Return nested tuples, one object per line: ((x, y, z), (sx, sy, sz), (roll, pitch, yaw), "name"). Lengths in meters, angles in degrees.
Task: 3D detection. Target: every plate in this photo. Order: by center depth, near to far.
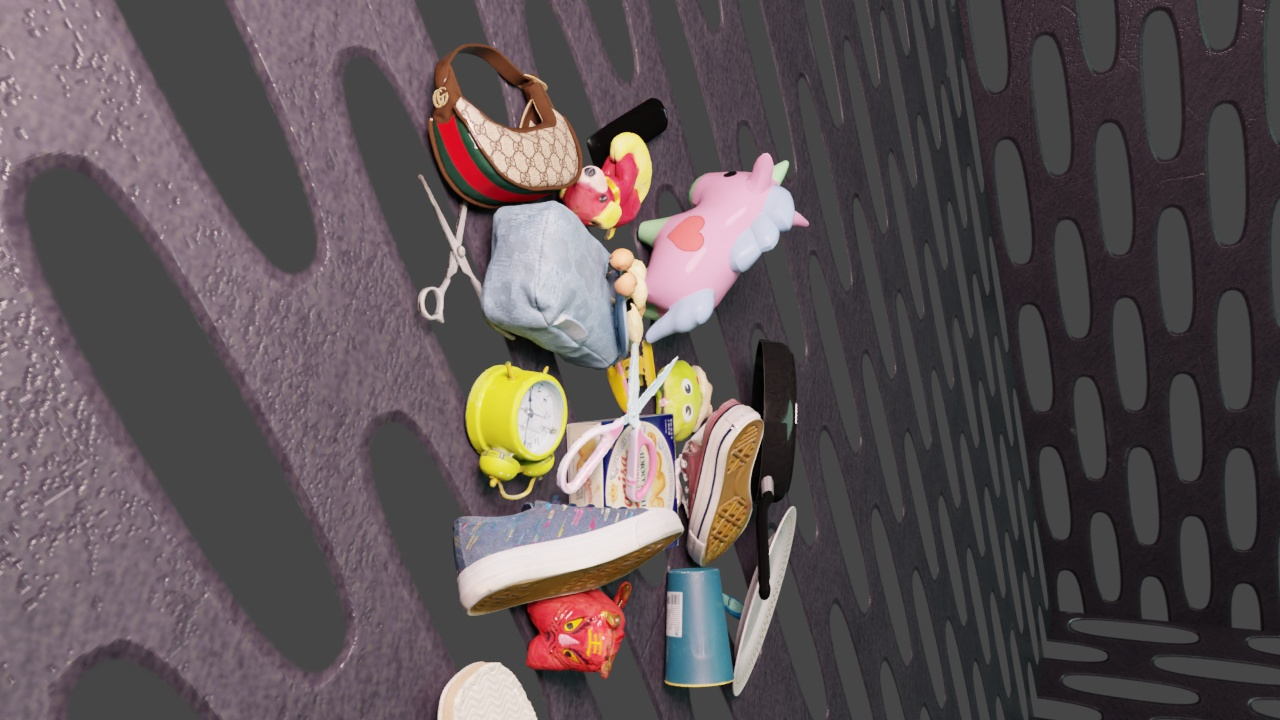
((0.151, 0.297, 1.149), (0.242, 0.016, 0.242), (17, 89, -72), "plate")

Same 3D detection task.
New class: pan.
((0.156, 0.126, 1.079), (0.354, 0.044, 0.204), (-85, 176, -48), "pan")

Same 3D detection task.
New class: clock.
((-0.107, 0.060, 0.790), (0.083, 0.057, 0.119), (2, 92, -58), "clock")

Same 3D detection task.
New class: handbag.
((-0.115, -0.206, 0.796), (0.166, 0.063, 0.138), (-20, 95, -57), "handbag")
((-0.054, -0.065, 0.821), (0.192, 0.119, 0.121), (39, 54, -63), "handbag")

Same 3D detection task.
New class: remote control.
((-0.012, -0.245, 0.993), (0.151, 0.020, 0.041), (-46, 126, -45), "remote control")

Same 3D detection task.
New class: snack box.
((-0.015, 0.130, 0.938), (0.144, 0.043, 0.144), (-2, 90, -58), "snack box")

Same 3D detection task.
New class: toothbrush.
((-0.030, -0.007, 0.948), (0.016, 0.021, 0.135), (-26, 106, -51), "toothbrush")
((0.107, 0.300, 1.146), (0.135, 0.017, 0.022), (48, 49, -48), "toothbrush")

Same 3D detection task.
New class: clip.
((-0.003, 0.006, 0.980), (0.048, 0.045, 0.054), (-50, 135, -79), "clip")

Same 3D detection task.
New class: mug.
((0.062, 0.295, 1.023), (0.078, 0.078, 0.121), (11, 73, -57), "mug")

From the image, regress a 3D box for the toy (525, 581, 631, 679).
((-0.035, 0.248, 0.853), (0.132, 0.094, 0.088), (-11, 97, -59), "toy")

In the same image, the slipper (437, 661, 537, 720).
((-0.114, 0.379, 0.755), (0.114, 0.054, 0.273), (-30, 108, -58), "slipper")

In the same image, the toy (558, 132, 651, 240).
((-0.031, -0.170, 0.922), (0.137, 0.067, 0.106), (-44, 144, -51), "toy")

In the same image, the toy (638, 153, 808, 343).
((0.078, -0.117, 0.983), (0.120, 0.171, 0.221), (46, 51, -46), "toy")

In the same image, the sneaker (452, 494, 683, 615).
((-0.065, 0.157, 0.809), (0.235, 0.088, 0.079), (-5, 57, -42), "sneaker")

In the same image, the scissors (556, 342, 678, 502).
((-0.020, 0.067, 0.846), (0.168, 0.014, 0.171), (-21, 125, -42), "scissors")

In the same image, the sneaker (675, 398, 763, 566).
((0.075, 0.133, 1.032), (0.118, 0.088, 0.242), (-29, 140, -36), "sneaker")

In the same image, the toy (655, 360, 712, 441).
((0.053, 0.046, 1.051), (0.117, 0.043, 0.092), (5, 83, -59), "toy")

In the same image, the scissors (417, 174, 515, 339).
((-0.147, -0.077, 0.772), (0.175, 0.014, 0.141), (60, 35, -41), "scissors")
